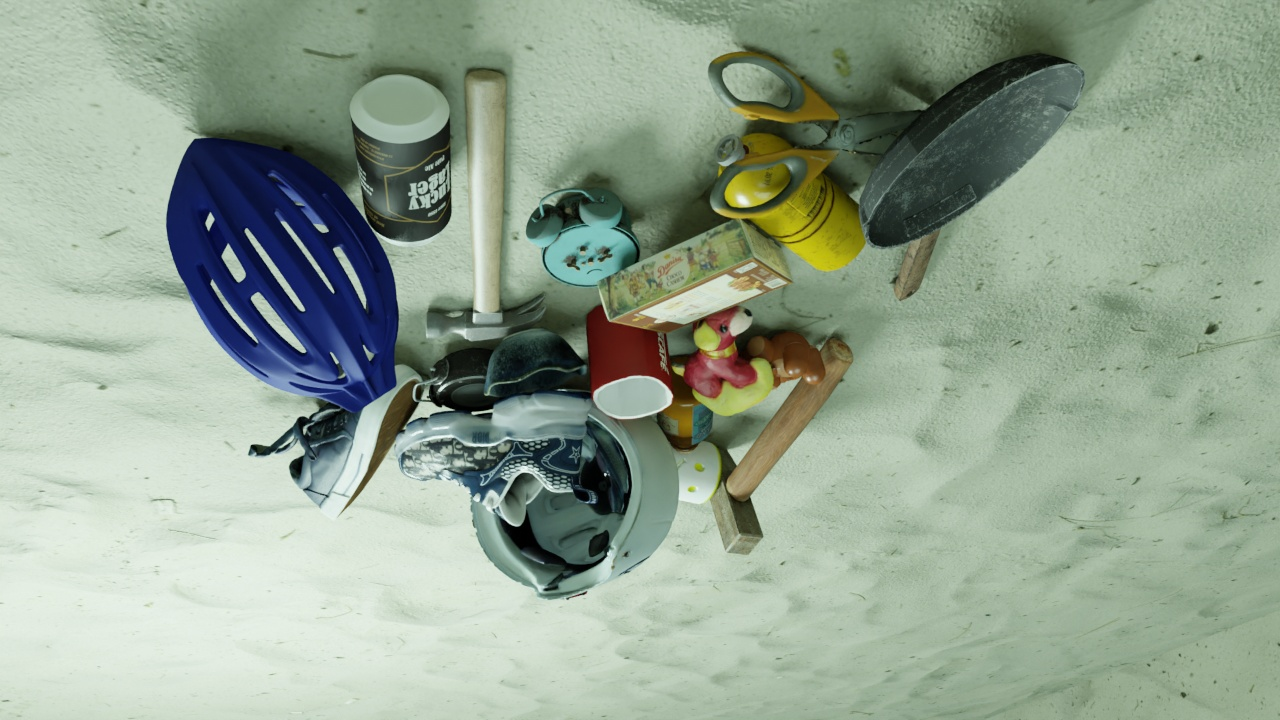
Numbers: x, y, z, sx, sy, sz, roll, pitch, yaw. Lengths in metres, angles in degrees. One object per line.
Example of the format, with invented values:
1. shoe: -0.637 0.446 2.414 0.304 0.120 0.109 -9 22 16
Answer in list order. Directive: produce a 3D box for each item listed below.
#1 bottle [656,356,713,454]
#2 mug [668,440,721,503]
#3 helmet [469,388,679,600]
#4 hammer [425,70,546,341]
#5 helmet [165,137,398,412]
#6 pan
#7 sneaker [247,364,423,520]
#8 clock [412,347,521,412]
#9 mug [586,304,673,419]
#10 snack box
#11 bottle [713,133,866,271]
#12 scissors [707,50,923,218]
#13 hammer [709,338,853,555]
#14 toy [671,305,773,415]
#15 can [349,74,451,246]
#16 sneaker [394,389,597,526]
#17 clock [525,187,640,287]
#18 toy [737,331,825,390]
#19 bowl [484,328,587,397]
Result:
1. bottle: 0.053 0.063 1.094 0.068 0.067 0.157 -5 147 -1
2. mug: 0.040 0.138 1.193 0.106 0.082 0.083 14 142 -26
3. helmet: -0.067 0.153 1.089 0.265 0.236 0.163 -29 161 33
4. hammer: -0.140 -0.123 0.825 0.119 0.030 0.332 0 144 -9
5. helmet: -0.295 -0.059 0.779 0.147 0.241 0.228 -36 178 -21
6. pan: 0.262 -0.140 0.811 0.207 0.040 0.357 -29 161 -8
7. sneaker: -0.348 0.077 1.051 0.127 0.120 0.296 40 134 -5
8. clock: -0.187 0.019 1.008 0.122 0.043 0.091 0 150 -17
9. mug: -0.006 0.006 0.969 0.081 0.096 0.116 -17 146 16
10. snack box: 0.054 -0.073 0.857 0.147 0.041 0.143 -22 169 21
11. bottle: 0.125 -0.142 0.787 0.071 0.071 0.163 -30 140 33
12. scissors: 0.146 -0.168 0.733 0.225 0.166 0.016 9 -175 -23
13. hammer: 0.166 0.086 1.118 0.037 0.157 0.302 11 131 -24
14. toy: 0.085 0.000 0.977 0.106 0.067 0.137 -8 124 11
15. can: -0.185 -0.154 0.718 0.072 0.071 0.129 1 147 -10
16. sneaker: -0.161 0.117 0.997 0.270 0.132 0.103 -15 169 31
17. clock: -0.051 -0.115 0.817 0.090 0.053 0.124 -14 146 11
18. toy: 0.138 0.011 1.033 0.128 0.065 0.095 -23 147 33
19. bowl: -0.113 0.000 0.944 0.110 0.055 0.110 -14 172 -2
